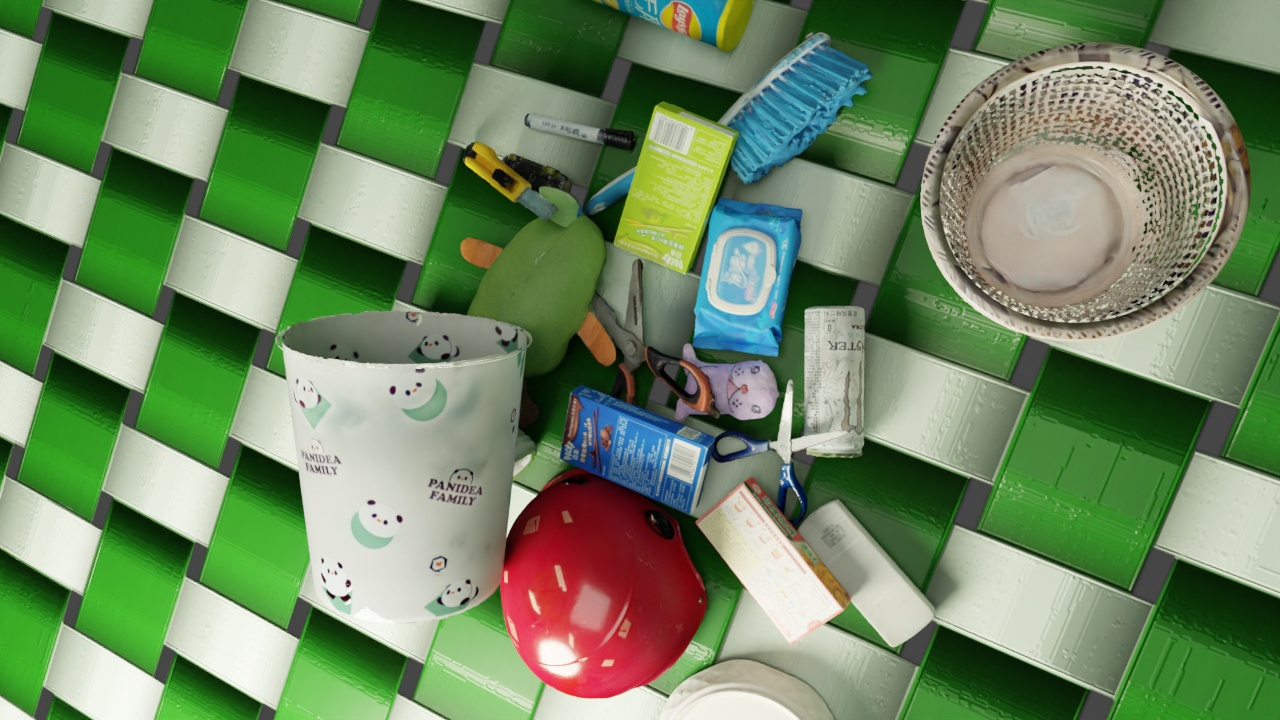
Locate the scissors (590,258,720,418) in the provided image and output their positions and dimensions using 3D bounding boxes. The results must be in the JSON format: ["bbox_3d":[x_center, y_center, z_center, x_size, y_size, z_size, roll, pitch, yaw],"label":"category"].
[{"bbox_3d":[-0.003,0.007,0.972,0.226,0.015,0.189,43,117,29],"label":"scissors"}]

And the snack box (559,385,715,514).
[{"bbox_3d":[-0.006,0.091,0.949,0.157,0.026,0.085,21,118,18],"label":"snack box"}]

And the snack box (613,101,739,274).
[{"bbox_3d":[0.034,-0.173,0.933,0.086,0.026,0.157,23,121,8],"label":"snack box"}]

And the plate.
[{"bbox_3d":[0.109,0.414,0.934,0.205,0.045,0.205,0,89,17],"label":"plate"}]

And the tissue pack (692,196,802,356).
[{"bbox_3d":[0.107,-0.084,0.931,0.095,0.052,0.157,11,92,15],"label":"tissue pack"}]

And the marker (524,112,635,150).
[{"bbox_3d":[-0.067,-0.253,1.008,0.131,0.018,0.023,17,103,16],"label":"marker"}]

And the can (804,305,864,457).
[{"bbox_3d":[0.191,0.020,0.903,0.058,0.058,0.146,0,89,18],"label":"can"}]

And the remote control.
[{"bbox_3d":[0.222,0.209,0.911,0.058,0.021,0.150,-44,78,16],"label":"remote control"}]

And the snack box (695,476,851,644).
[{"bbox_3d":[0.132,0.202,0.926,0.155,0.027,0.077,52,121,12],"label":"snack box"}]

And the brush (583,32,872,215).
[{"bbox_3d":[0.082,-0.219,0.946,0.315,0.060,0.109,-40,73,16],"label":"brush"}]

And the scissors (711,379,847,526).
[{"bbox_3d":[0.136,0.093,0.908,0.163,0.012,0.176,7,119,40],"label":"scissors"}]

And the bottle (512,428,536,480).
[{"bbox_3d":[-0.200,0.050,1.025,0.068,0.068,0.197,-47,74,12],"label":"bottle"}]

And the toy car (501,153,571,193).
[{"bbox_3d":[-0.119,-0.198,1.015,0.090,0.035,0.042,24,95,22],"label":"toy car"}]

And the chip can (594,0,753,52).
[{"bbox_3d":[0.010,-0.391,0.956,0.210,0.071,0.071,27,97,16],"label":"chip can"}]

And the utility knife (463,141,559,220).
[{"bbox_3d":[-0.142,-0.193,0.975,0.219,0.015,0.033,41,104,46],"label":"utility knife"}]

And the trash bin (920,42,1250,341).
[{"bbox_3d":[0.358,-0.127,0.779,0.228,0.192,0.227,0,90,18],"label":"trash bin"}]

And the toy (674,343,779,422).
[{"bbox_3d":[0.090,0.027,0.944,0.108,0.039,0.084,4,89,23],"label":"toy"}]

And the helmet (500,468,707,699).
[{"bbox_3d":[-0.058,0.232,0.940,0.207,0.143,0.240,-32,79,17],"label":"helmet"}]

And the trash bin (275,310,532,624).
[{"bbox_3d":[-0.223,0.095,0.885,0.230,0.229,0.252,8,105,17],"label":"trash bin"}]

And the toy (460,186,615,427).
[{"bbox_3d":[-0.119,-0.059,0.987,0.227,0.090,0.247,36,97,13],"label":"toy"}]
